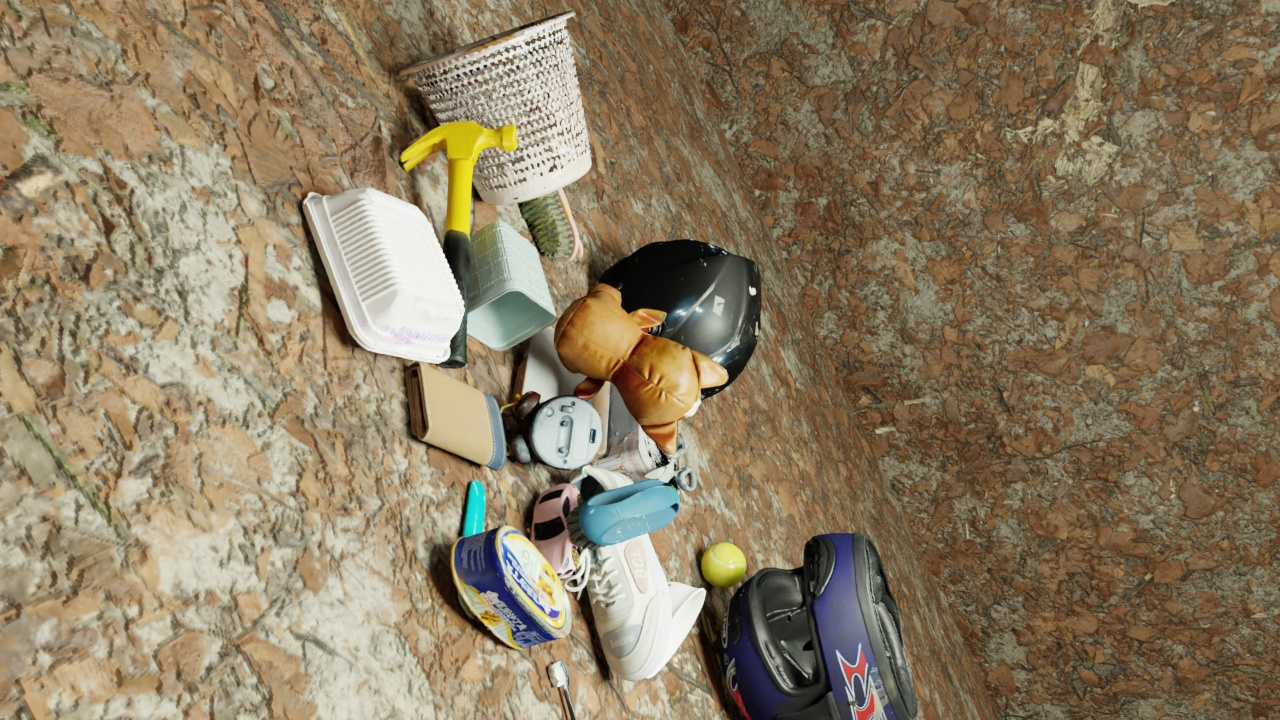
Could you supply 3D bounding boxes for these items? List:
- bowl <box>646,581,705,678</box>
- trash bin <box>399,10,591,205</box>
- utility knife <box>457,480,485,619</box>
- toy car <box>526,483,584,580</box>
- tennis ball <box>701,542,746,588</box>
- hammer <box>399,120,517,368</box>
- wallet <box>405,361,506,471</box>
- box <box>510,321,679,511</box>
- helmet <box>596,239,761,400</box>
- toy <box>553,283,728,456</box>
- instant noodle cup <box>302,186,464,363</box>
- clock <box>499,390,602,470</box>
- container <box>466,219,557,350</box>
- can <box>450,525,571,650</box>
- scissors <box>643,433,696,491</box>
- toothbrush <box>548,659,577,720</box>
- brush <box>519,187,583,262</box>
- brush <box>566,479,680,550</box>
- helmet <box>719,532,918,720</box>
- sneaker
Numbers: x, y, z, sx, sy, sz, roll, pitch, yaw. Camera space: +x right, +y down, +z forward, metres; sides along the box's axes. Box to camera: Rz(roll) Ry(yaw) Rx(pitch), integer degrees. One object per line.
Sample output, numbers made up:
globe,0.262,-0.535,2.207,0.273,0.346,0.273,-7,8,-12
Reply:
bowl,0.016,0.297,1.059,0.065,0.118,0.118,31,9,22
trash bin,-0.160,-0.310,1.155,0.227,0.228,0.192,-70,144,-62
utility knife,-0.159,0.174,0.865,0.029,0.013,0.151,53,21,-37
toy car,-0.091,0.178,0.964,0.037,0.056,0.122,55,23,-34
tennis ball,0.121,0.298,1.333,0.065,0.066,0.065,50,25,-35
hammer,-0.200,-0.134,1.000,0.033,0.129,0.300,91,-4,-67
wallet,-0.182,0.057,0.912,0.115,0.033,0.090,35,34,-53
box,-0.049,0.067,1.154,0.260,0.105,0.178,58,22,-35
helmet,0.071,-0.054,1.405,0.233,0.231,0.274,29,61,-55
toy,-0.006,0.006,1.063,0.199,0.140,0.130,34,10,17
instant noodle cup,-0.234,-0.089,0.881,0.138,0.060,0.173,14,49,-64
clock,-0.100,0.077,1.009,0.121,0.055,0.082,11,81,-22
container,-0.161,-0.088,1.049,0.090,0.090,0.111,37,31,-52
can,-0.116,0.210,0.844,0.074,0.049,0.148,-93,159,-47
scissors,0.039,0.142,1.138,0.168,0.014,0.156,-89,153,-48
toothbrush,-0.056,0.379,0.882,0.018,0.016,0.181,7,59,-59
brush,-0.126,-0.208,1.300,0.072,0.063,0.145,-21,87,-59
brush,-0.008,0.157,0.962,0.143,0.074,0.055,-7,71,-49
helmet,0.223,0.381,1.226,0.246,0.241,0.316,-80,151,-55
sneaker,-0.032,0.225,1.008,0.090,0.090,0.241,33,37,-50
